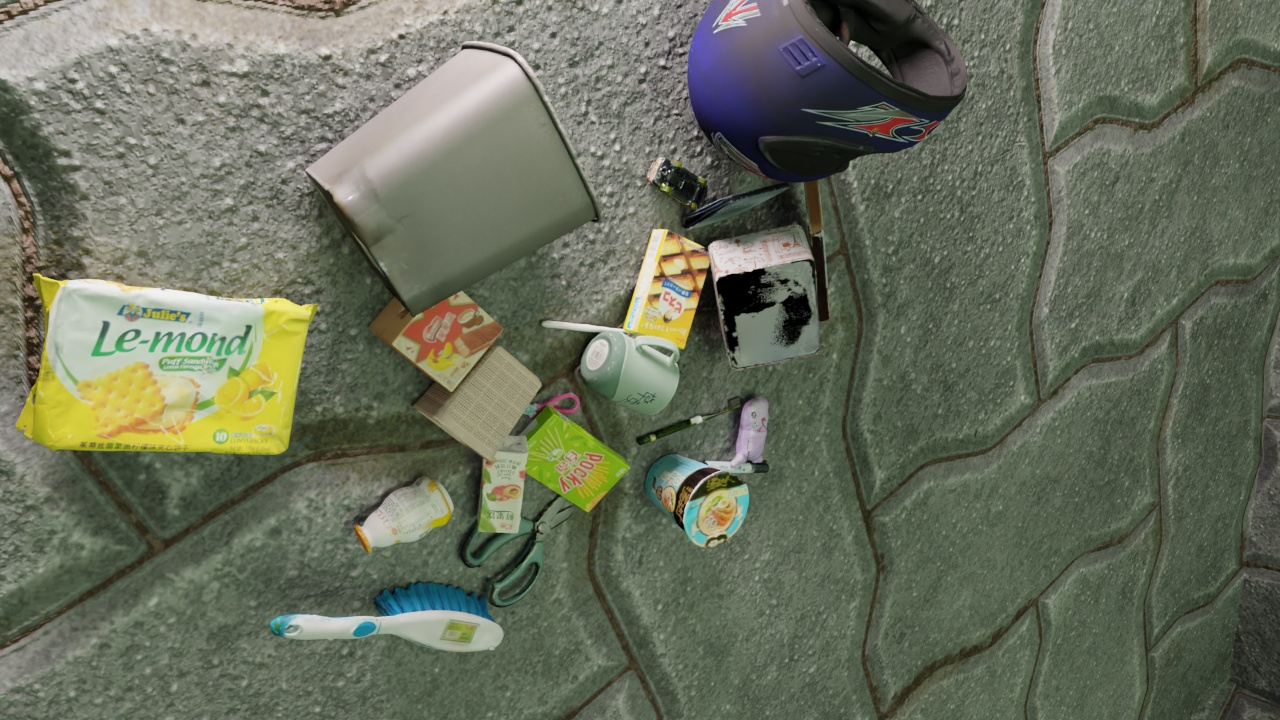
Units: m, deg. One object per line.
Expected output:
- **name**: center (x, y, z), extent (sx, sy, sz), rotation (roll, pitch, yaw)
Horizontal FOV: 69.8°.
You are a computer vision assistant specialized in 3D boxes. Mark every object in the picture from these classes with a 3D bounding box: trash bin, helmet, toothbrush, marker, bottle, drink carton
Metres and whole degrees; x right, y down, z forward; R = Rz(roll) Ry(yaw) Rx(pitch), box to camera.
- **trash bin**: center (-0.192, -0.176, 0.927), extent (0.219, 0.199, 0.199), rotation (-37, 124, -12)
- **helmet**: center (0.204, -0.333, 1.111), extent (0.315, 0.241, 0.247), rotation (12, 60, -31)
- **toothbrush**: center (0.073, 0.085, 1.310), extent (0.185, 0.012, 0.017), rotation (-18, 110, -30)
- **marker**: center (0.144, 0.159, 1.383), extent (0.130, 0.018, 0.022), rotation (7, 76, -37)
- **bottle**: center (-0.274, 0.181, 1.062), extent (0.108, 0.063, 0.063), rotation (-28, 120, -26)
- **drink carton**: center (-0.169, 0.150, 1.120), extent (0.053, 0.045, 0.123), rotation (3, 119, -12)
- **toothbrush**: center (-0.049, -0.044, 1.177), extent (0.179, 0.016, 0.016), rotation (3, 96, -37)

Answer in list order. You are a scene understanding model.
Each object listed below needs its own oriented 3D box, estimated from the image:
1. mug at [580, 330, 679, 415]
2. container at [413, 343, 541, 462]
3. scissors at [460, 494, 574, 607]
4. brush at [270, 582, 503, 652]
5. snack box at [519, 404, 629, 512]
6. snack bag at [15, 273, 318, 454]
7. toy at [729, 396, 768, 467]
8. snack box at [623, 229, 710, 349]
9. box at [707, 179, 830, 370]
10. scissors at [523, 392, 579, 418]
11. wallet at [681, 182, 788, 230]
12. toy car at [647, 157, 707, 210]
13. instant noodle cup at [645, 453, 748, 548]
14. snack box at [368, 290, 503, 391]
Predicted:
- **mug**: center (-0.007, 0.007, 1.169), extent (0.106, 0.082, 0.112), rotation (28, 126, -35)
- **container**: center (-0.185, 0.041, 1.060), extent (0.090, 0.090, 0.110), rotation (43, 76, -30)
- **scissors**: center (-0.159, 0.225, 1.186), extent (0.161, 0.019, 0.178), rotation (47, 71, -32)
- **brush**: center (-0.288, 0.299, 1.065), extent (0.314, 0.109, 0.060), rotation (23, 94, -39)
- **snack box**: center (-0.092, 0.129, 1.187), extent (0.086, 0.026, 0.156), rotation (-46, 128, 5)
- **snack bag**: center (-0.444, 0.007, 0.879), extent (0.246, 0.068, 0.158), rotation (6, 103, -37)
- **toy**: center (0.164, 0.105, 1.362), extent (0.083, 0.039, 0.108), rotation (-7, 111, -52)
- **snack box**: center (0.037, -0.092, 1.201), extent (0.086, 0.034, 0.140), rotation (19, 89, -38)
- **box**: center (0.174, -0.120, 1.251), extent (0.181, 0.158, 0.217), rotation (73, 17, -46)
- **scissors**: center (-0.141, 0.069, 1.153), extent (0.137, 0.017, 0.072), rotation (7, 111, -32)
- **wallet**: center (0.121, -0.200, 1.183), extent (0.097, 0.121, 0.019), rotation (-20, 92, -29)
- **toy car**: center (0.049, -0.225, 1.171), extent (0.090, 0.035, 0.042), rotation (23, 93, -39)
- **instant noodle cup**: center (0.070, 0.186, 1.273), extent (0.111, 0.120, 0.111), rotation (-11, 110, -33)
- **snack box**: center (-0.226, -0.035, 1.014), extent (0.092, 0.077, 0.094), rotation (-52, 127, -10)
